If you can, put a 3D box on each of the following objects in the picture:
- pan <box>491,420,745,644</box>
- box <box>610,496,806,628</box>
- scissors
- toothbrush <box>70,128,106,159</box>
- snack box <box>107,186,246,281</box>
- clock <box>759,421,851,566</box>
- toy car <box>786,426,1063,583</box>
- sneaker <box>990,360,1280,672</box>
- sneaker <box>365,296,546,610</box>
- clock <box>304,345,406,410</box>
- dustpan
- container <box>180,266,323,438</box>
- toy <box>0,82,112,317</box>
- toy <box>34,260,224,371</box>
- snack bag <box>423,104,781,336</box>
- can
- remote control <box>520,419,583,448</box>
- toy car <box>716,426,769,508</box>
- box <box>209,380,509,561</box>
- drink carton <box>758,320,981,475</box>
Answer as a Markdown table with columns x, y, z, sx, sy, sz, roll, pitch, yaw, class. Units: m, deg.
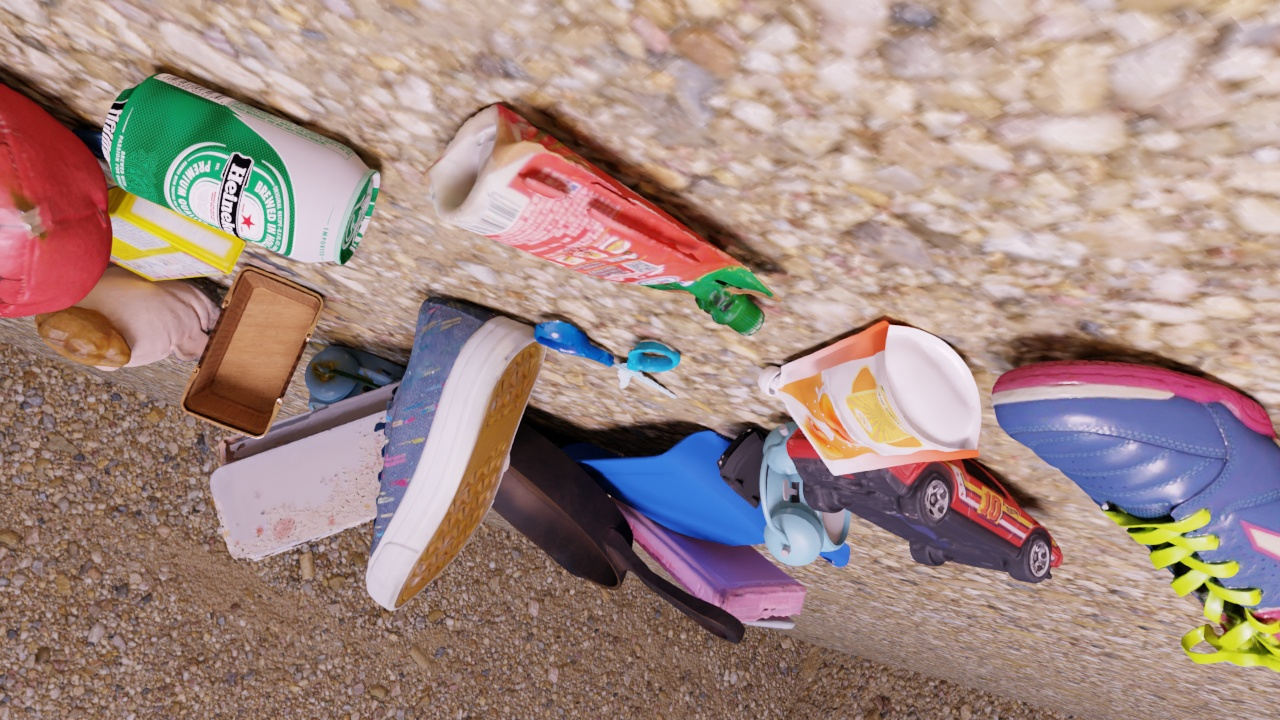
| x | y | z | sx | sy | sz | roll | pitch | yaw | class |
| --- | --- | --- | --- | --- | --- | --- | --- | --- | --- |
| -0.048 | 0.141 | 0.805 | 0.356 | 0.043 | 0.249 | 24 | 153 | 36 | pan |
| 0.052 | 0.185 | 0.871 | 0.098 | 0.046 | 0.233 | 4 | -167 | -29 | box |
| -0.020 | 0.000 | 0.564 | 0.103 | 0.015 | 0.134 | 15 | 168 | 2 | scissors |
| -0.316 | -0.117 | 0.505 | 0.132 | 0.016 | 0.021 | 5 | 160 | 33 | toothbrush |
| -0.334 | -0.083 | 0.618 | 0.152 | 0.025 | 0.075 | 2 | 157 | 45 | snack box |
| 0.097 | 0.083 | 0.569 | 0.042 | 0.087 | 0.123 | -6 | 164 | 29 | clock |
| 0.170 | 0.085 | 0.537 | 0.189 | 0.056 | 0.082 | 32 | 161 | -32 | toy car |
| 0.238 | 0.075 | 0.363 | 0.241 | 0.091 | 0.116 | 24 | 166 | -15 | sneaker |
| -0.138 | 0.060 | 0.602 | 0.079 | 0.236 | 0.087 | 33 | -153 | 14 | sneaker |
| -0.248 | 0.031 | 0.843 | 0.118 | 0.060 | 0.162 | 22 | 160 | -4 | clock |
| 0.075 | 0.128 | 0.795 | 0.257 | 0.059 | 0.246 | 35 | 160 | -18 | dustpan |
| -0.282 | -0.007 | 0.677 | 0.063 | 0.114 | 0.061 | 24 | 177 | -15 | container |
| -0.360 | -0.089 | 0.471 | 0.216 | 0.098 | 0.148 | 14 | 121 | 27 | toy |
| -0.386 | -0.028 | 0.695 | 0.132 | 0.076 | 0.175 | 22 | -166 | -1 | toy |
| -0.005 | -0.042 | 0.359 | 0.155 | 0.044 | 0.087 | 25 | 169 | -37 | snack bag |
| -0.166 | -0.079 | 0.384 | 0.101 | 0.053 | 0.053 | 22 | 164 | -8 | can |
| -0.103 | 0.070 | 0.892 | 0.125 | 0.010 | 0.039 | 19 | 164 | -1 | remote control |
| 0.075 | 0.071 | 0.637 | 0.036 | 0.042 | 0.091 | 40 | 176 | 31 | toy car |
| -0.208 | 0.069 | 0.705 | 0.216 | 0.095 | 0.107 | -19 | -175 | 2 | box |
| 0.101 | 0.022 | 0.431 | 0.069 | 0.038 | 0.122 | 55 | 159 | -1 | drink carton |
